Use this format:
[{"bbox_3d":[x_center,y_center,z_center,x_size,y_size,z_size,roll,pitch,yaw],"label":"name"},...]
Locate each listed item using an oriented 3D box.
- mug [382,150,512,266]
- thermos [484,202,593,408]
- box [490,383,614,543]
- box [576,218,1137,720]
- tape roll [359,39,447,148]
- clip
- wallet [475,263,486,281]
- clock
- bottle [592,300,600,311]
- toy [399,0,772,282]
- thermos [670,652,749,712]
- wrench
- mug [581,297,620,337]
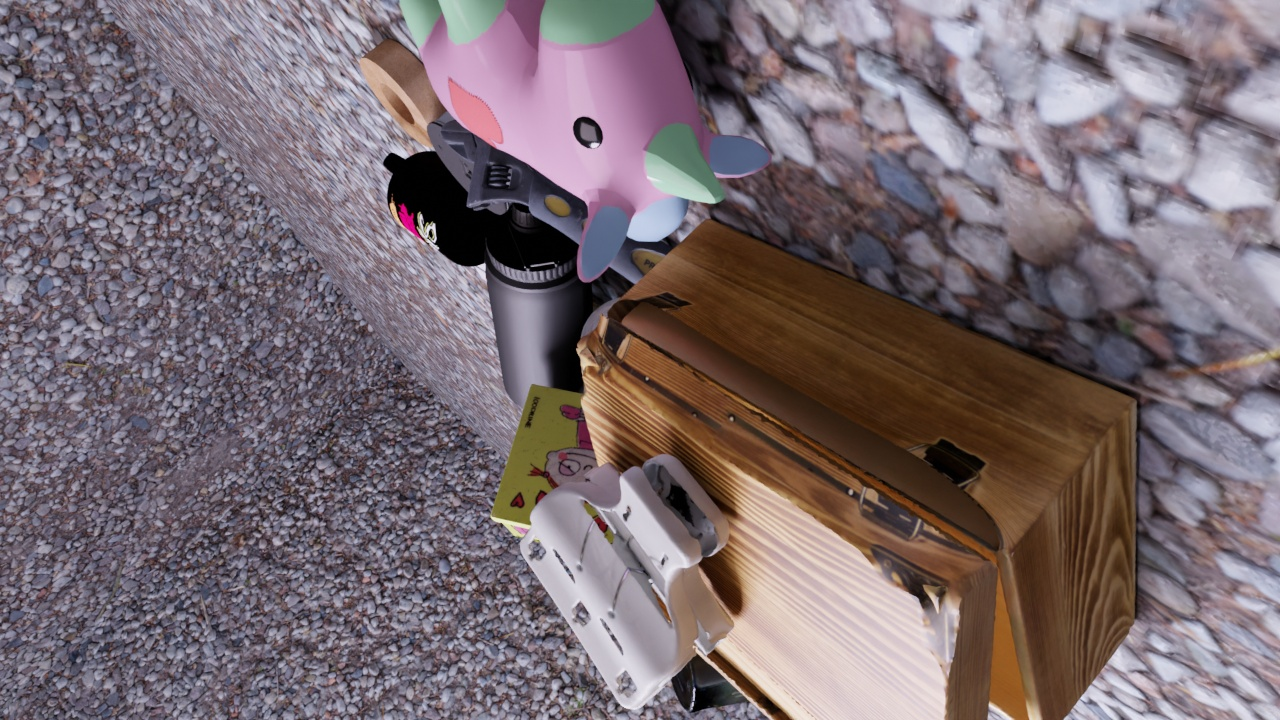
[{"bbox_3d":[-0.189,-0.152,0.858,0.098,0.082,0.118,34,177,39],"label":"mug"},{"bbox_3d":[-0.083,-0.048,0.775,0.086,0.086,0.199,39,150,26],"label":"thermos"},{"bbox_3d":[0.005,0.104,0.748,0.221,0.124,0.079,12,158,14],"label":"box"},{"bbox_3d":[0.101,0.086,0.520,0.279,0.191,0.251,34,160,44],"label":"box"},{"bbox_3d":[-0.203,-0.233,0.805,0.094,0.027,0.094,42,165,13],"label":"tape roll"},{"bbox_3d":[0.006,0.107,0.519,0.126,0.101,0.152,50,125,18],"label":"clip"},{"bbox_3d":[-0.128,-0.078,1.003,0.118,0.037,0.115,33,161,31],"label":"wallet"},{"bbox_3d":[-0.126,-0.163,0.767,0.122,0.035,0.095,41,165,14],"label":"clock"},{"bbox_3d":[-0.057,-0.041,0.891,0.111,0.043,0.043,35,162,39],"label":"bottle"},{"bbox_3d":[-0.044,-0.139,0.477,0.222,0.120,0.171,15,137,62],"label":"toy"},{"bbox_3d":[0.134,0.225,0.753,0.098,0.220,0.098,172,91,-75],"label":"thermos"},{"bbox_3d":[-0.047,-0.106,0.671,0.273,0.073,0.022,34,-173,21],"label":"wrench"},{"bbox_3d":[-0.005,0.005,0.791,0.082,0.082,0.105,40,163,22],"label":"mug"}]
